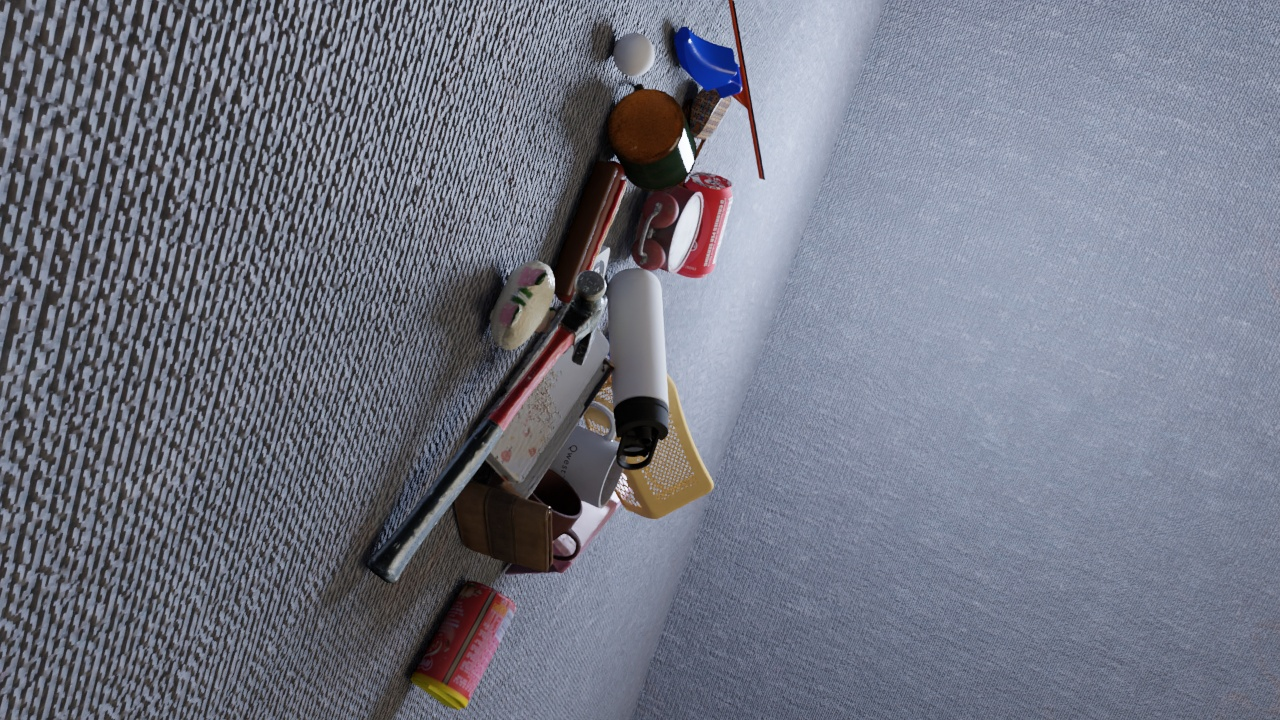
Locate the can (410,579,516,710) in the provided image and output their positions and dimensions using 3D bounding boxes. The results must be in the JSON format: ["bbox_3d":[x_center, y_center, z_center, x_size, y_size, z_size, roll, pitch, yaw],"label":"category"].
[{"bbox_3d":[-0.191,0.309,1.002,0.067,0.067,0.124,90,24,-57],"label":"can"}]

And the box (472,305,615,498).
[{"bbox_3d":[-0.113,0.049,0.993,0.115,0.095,0.216,-41,-167,50],"label":"box"}]

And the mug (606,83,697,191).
[{"bbox_3d":[0.009,-0.245,0.966,0.081,0.085,0.111,41,35,-74],"label":"mug"}]

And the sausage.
[{"bbox_3d":[-0.053,-0.133,0.949,0.040,0.040,0.155,23,87,-77],"label":"sausage"}]

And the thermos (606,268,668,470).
[{"bbox_3d":[-0.007,0.006,1.102,0.101,0.068,0.229,111,-20,-54],"label":"thermos"}]

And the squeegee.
[{"bbox_3d":[0.086,-0.356,1.108,0.184,0.055,0.249,11,68,-63],"label":"squeegee"}]

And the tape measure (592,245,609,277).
[{"bbox_3d":[-0.058,-0.096,1.036,0.064,0.017,0.065,-47,155,-58],"label":"tape measure"}]

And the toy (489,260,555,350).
[{"bbox_3d":[-0.106,-0.049,0.840,0.087,0.050,0.112,-64,-178,-5],"label":"toy"}]

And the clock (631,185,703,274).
[{"bbox_3d":[0.024,-0.168,1.160,0.156,0.062,0.110,-34,143,-66],"label":"clock"}]

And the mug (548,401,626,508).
[{"bbox_3d":[-0.071,0.107,1.117,0.083,0.096,0.119,-12,121,-75],"label":"mug"}]

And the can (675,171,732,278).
[{"bbox_3d":[0.085,-0.196,1.337,0.074,0.074,0.143,-47,155,-58],"label":"can"}]

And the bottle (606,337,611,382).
[{"bbox_3d":[-0.018,-0.025,1.237,0.048,0.048,0.130,91,23,-55],"label":"bottle"}]

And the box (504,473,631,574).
[{"bbox_3d":[-0.104,0.209,1.233,0.107,0.099,0.232,-39,-177,27],"label":"box"}]

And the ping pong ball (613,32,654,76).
[{"bbox_3d":[-0.006,-0.296,0.887,0.040,0.040,0.040,22,89,-77],"label":"ping pong ball"}]

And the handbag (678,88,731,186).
[{"bbox_3d":[0.058,-0.274,1.229,0.196,0.043,0.093,-64,172,17],"label":"handbag"}]

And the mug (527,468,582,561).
[{"bbox_3d":[-0.117,0.188,1.049,0.088,0.114,0.087,-50,166,16],"label":"mug"}]

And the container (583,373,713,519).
[{"bbox_3d":[0.003,0.107,1.237,0.183,0.129,0.167,68,-13,-16],"label":"container"}]

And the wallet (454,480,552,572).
[{"bbox_3d":[-0.139,0.171,0.940,0.121,0.099,0.026,95,13,-49],"label":"wallet"}]

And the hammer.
[{"bbox_3d":[-0.134,0.064,0.845,0.325,0.036,0.141,-54,174,-23],"label":"hammer"}]
